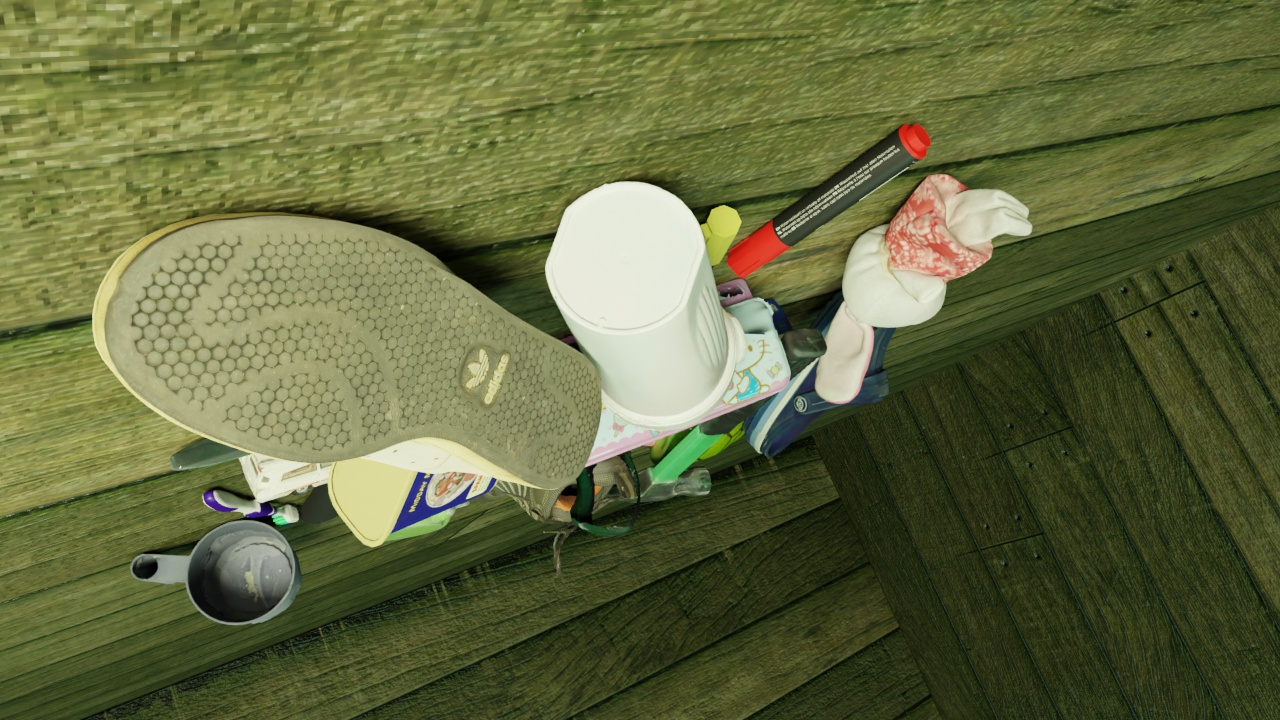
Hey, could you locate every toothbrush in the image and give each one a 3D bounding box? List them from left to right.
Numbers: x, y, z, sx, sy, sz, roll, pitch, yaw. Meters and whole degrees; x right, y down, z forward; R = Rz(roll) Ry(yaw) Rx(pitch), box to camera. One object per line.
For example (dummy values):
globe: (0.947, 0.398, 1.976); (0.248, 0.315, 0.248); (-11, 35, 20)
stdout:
toothbrush: (-0.300, 0.115, 0.711); (0.016, 0.015, 0.187); (-17, 168, -6)

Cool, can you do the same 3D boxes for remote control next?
remote control: (-0.252, 0.109, 0.767); (0.041, 0.020, 0.152); (-17, 166, -36)

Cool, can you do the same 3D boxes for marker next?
marker: (0.037, -0.061, 0.556); (0.021, 0.017, 0.124); (-21, 170, -11)
marker: (0.108, -0.092, 0.544); (0.023, 0.021, 0.145); (-2, 158, -42)

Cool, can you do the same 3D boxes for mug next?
mug: (-0.358, 0.184, 0.789); (0.124, 0.083, 0.104); (5, 163, -14)

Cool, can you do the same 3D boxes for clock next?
clock: (-0.226, 0.146, 0.889); (0.119, 0.042, 0.095); (-8, 165, -18)

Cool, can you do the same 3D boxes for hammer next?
hammer: (0.064, 0.059, 0.809); (0.130, 0.032, 0.320); (-1, 153, -26)

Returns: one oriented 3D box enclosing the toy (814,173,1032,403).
toy: (0.197, -0.067, 0.673); (0.195, 0.084, 0.158); (-48, -166, 53)

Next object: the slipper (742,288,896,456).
slipper: (0.199, 0.011, 0.893); (0.104, 0.095, 0.253); (-12, 145, -48)

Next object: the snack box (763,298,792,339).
snack box: (0.039, 0.014, 0.820); (0.207, 0.057, 0.056); (-31, 170, 32)

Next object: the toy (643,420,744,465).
toy: (0.073, 0.055, 0.981); (0.237, 0.087, 0.191); (-13, 148, -55)

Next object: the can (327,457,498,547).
can: (-0.124, 0.047, 0.554); (0.092, 0.056, 0.116); (-19, 146, -50)

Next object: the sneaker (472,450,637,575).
sneaker: (-0.073, 0.114, 0.827); (0.100, 0.143, 0.239); (-14, 168, -41)

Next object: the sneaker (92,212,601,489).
sneaker: (-0.117, -0.001, 0.391); (0.102, 0.089, 0.241); (14, 173, 35)

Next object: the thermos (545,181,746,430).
thermos: (0.008, -0.019, 0.504); (0.099, 0.099, 0.220); (-23, 166, 0)

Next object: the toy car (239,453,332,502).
toy car: (-0.194, 0.054, 0.588); (0.112, 0.039, 0.039); (-17, 146, -30)

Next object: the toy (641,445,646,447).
toy: (0.006, 0.077, 1.088); (0.054, 0.041, 0.102); (10, 144, -29)

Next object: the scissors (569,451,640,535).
scissors: (-0.075, 0.070, 0.658); (0.201, 0.015, 0.201); (-15, -149, -4)

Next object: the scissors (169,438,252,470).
scissors: (-0.193, 0.030, 0.519); (0.155, 0.019, 0.125); (-23, 171, -12)

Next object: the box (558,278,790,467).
box: (-0.001, 0.019, 0.659); (0.214, 0.092, 0.089); (-20, 168, -17)
